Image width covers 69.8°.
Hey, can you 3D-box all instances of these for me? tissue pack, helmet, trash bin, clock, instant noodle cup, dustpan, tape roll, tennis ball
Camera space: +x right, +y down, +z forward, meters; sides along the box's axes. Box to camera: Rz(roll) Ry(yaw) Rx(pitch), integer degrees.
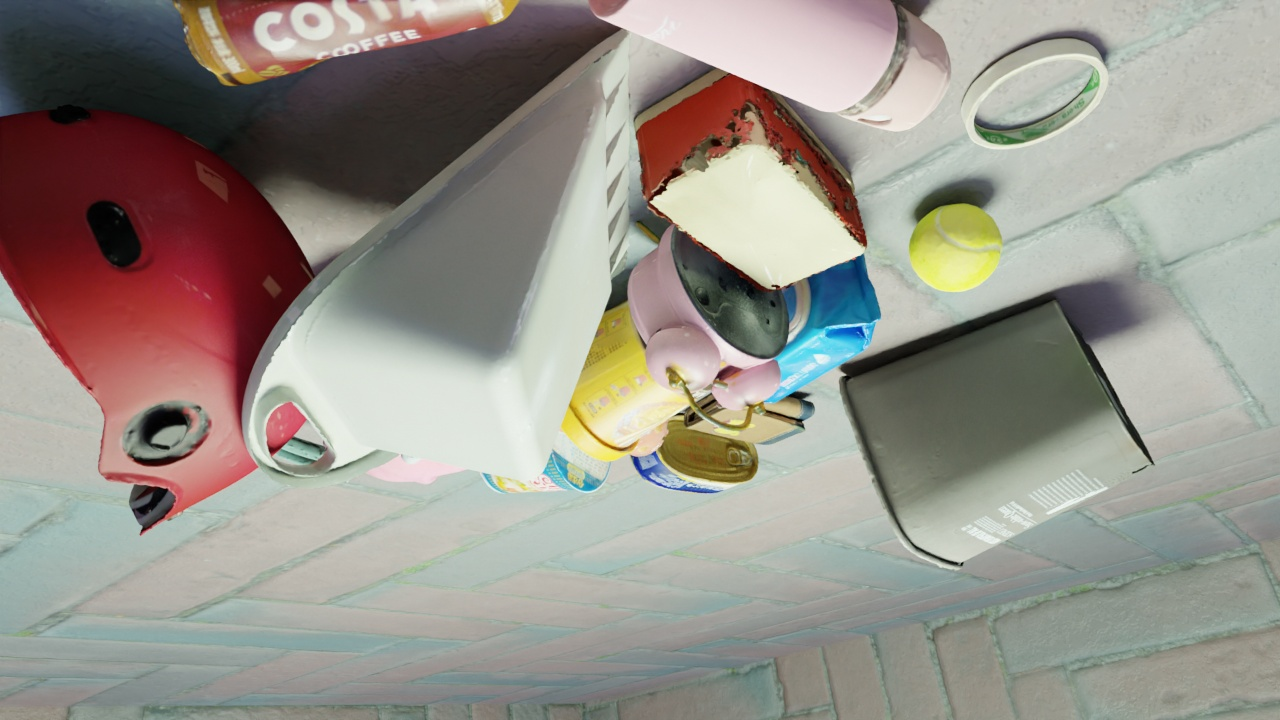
[{"bbox_3d":[0.120,-0.032,0.720,0.052,0.094,0.158,17,145,-31],"label":"tissue pack"},{"bbox_3d":[-0.254,-0.038,0.506,0.143,0.207,0.241,-22,154,-25],"label":"helmet"},{"bbox_3d":[0.349,0.071,0.898,0.220,0.198,0.199,-29,147,26],"label":"trash bin"},{"bbox_3d":[0.049,-0.025,0.642,0.117,0.158,0.060,18,141,-40],"label":"clock"},{"bbox_3d":[-0.100,0.091,0.916,0.110,0.099,0.099,-16,154,32],"label":"instant noodle cup"},{"bbox_3d":[-0.004,0.004,0.743,0.115,0.118,0.118,-31,147,24],"label":"instant noodle cup"},{"bbox_3d":[-0.107,-0.036,0.538,0.143,0.257,0.223,13,154,6],"label":"dustpan"},{"bbox_3d":[0.246,-0.165,0.576,0.086,0.013,0.086,-7,154,-3],"label":"tape roll"},{"bbox_3d":[0.233,-0.083,0.680,0.065,0.065,0.066,-6,154,-3],"label":"tennis ball"}]

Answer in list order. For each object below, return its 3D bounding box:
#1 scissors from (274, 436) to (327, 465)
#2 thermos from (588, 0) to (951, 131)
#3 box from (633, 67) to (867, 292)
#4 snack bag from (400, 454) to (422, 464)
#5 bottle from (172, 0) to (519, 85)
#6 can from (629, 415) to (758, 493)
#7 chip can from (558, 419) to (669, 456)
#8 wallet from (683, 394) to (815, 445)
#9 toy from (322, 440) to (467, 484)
[{"bbox_3d":[-0.318,0.048,0.788,0.170,0.019,0.180,33,146,-28],"label":"scissors"},{"bbox_3d":[0.068,-0.171,0.468,0.198,0.067,0.087,9,-179,-34],"label":"thermos"},{"bbox_3d":[0.077,-0.103,0.583,0.091,0.077,0.168,-23,151,28],"label":"box"},{"bbox_3d":[-0.186,0.019,0.715,0.110,0.038,0.191,-12,132,20],"label":"snack bag"},{"bbox_3d":[-0.115,-0.171,0.412,0.175,0.057,0.057,-11,154,6],"label":"bottle"},{"bbox_3d":[0.060,0.105,1.003,0.148,0.074,0.049,12,150,-35],"label":"can"},{"bbox_3d":[-0.064,0.034,0.826,0.071,0.071,0.214,-26,149,32],"label":"chip can"},{"bbox_3d":[0.116,0.058,0.975,0.115,0.033,0.090,16,146,-33],"label":"wallet"},{"bbox_3d":[-0.209,0.075,0.860,0.178,0.074,0.195,10,154,-11],"label":"toy"}]
